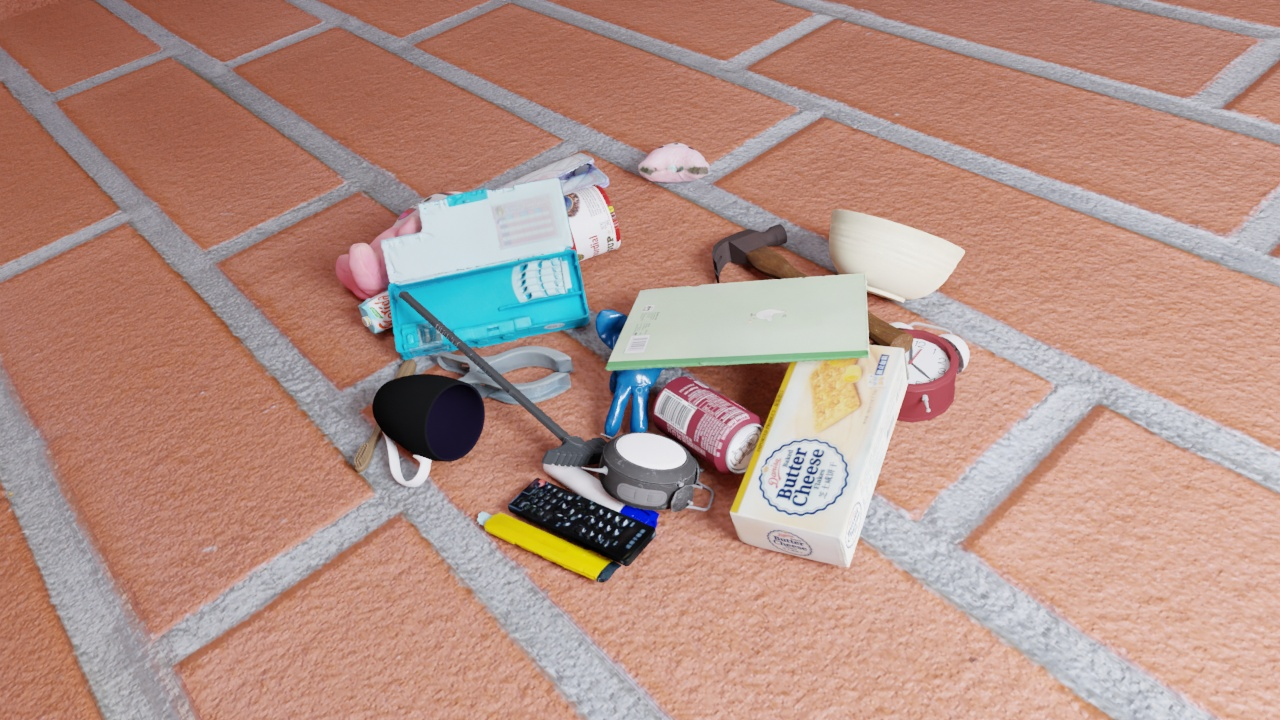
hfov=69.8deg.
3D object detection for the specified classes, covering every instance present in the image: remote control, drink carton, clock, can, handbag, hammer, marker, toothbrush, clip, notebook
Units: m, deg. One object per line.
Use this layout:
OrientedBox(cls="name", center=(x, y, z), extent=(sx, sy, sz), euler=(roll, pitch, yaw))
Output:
OrientedBox(cls="remote control", center=(-0.056, 0.152, 0.856), extent=(0.150, 0.022, 0.047), euler=(17, 45, 36))
OrientedBox(cls="drink carton", center=(-0.284, -0.076, 1.133), extent=(0.128, 0.044, 0.039), euler=(-29, 18, -20))
OrientedBox(cls="clock", center=(0.280, 0.006, 0.942), extent=(0.096, 0.048, 0.137), euler=(16, 49, 25))
OrientedBox(cls="can", center=(-0.095, -0.165, 1.164), extent=(0.116, 0.087, 0.086), euler=(-21, 44, -12))
OrientedBox(cls="handbag", center=(-0.129, -0.223, 1.251), extent=(0.158, 0.069, 0.126), euler=(-25, 43, -12))
OrientedBox(cls="clock", center=(0.012, 0.102, 0.868), extent=(0.123, 0.044, 0.091), euler=(14, 23, 7))
OrientedBox(cls="hammer", center=(-0.164, 0.011, 0.968), extent=(0.325, 0.015, 0.094), euler=(38, 21, 30))
OrientedBox(cls="marker", center=(-0.040, 0.127, 0.884), extent=(0.133, 0.023, 0.027), euler=(29, 98, 34))
OrientedBox(cls="toothbrush", center=(-0.281, 0.056, 1.011), extent=(0.016, 0.016, 0.166), euler=(2, 43, 11))
OrientedBox(cls="hammer", center=(0.186, -0.082, 1.028), extent=(0.115, 0.033, 0.323), euler=(-23, 34, -16))
OrientedBox(cls="can", center=(0.066, 0.063, 0.896), extent=(0.063, 0.063, 0.114), euler=(-32, 38, -23))
OrientedBox(cls="clip", center=(-0.158, 0.028, 1.011), extent=(0.163, 0.028, 0.107), euler=(-1, 41, 10))
OrientedBox(cls="notebook", center=(0.103, -0.041, 0.939), extent=(0.253, 0.010, 0.181), euler=(-3, 28, 15))

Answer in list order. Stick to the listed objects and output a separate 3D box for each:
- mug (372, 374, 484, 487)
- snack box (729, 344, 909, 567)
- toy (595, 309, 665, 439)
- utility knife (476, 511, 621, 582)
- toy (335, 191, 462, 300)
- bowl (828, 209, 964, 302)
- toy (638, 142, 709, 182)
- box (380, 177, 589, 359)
OrientedBox(cls="mug", center=(-0.232, 0.070, 0.951), extent=(0.100, 0.085, 0.118), euler=(11, 75, 34))
OrientedBox(cls="snack box", center=(0.167, 0.078, 0.843), extent=(0.104, 0.057, 0.207), euler=(8, 55, 30))
OrientedBox(cls="toy", center=(-0.006, 0.006, 0.982), extent=(0.113, 0.071, 0.175), euler=(12, 45, 6))
OrientedBox(cls="utility knife", center=(-0.090, 0.170, 0.854), extent=(0.163, 0.017, 0.030), euler=(19, 32, 28))
OrientedBox(cls="toy", center=(-0.283, -0.154, 1.180), extent=(0.212, 0.084, 0.142), euler=(-38, 14, -23))
OrientedBox(cls="bowl", center=(0.275, -0.110, 1.027), extent=(0.151, 0.075, 0.150), euler=(18, 7, -2))
OrientedBox(cls="toy", center=(0.049, -0.281, 1.293), extent=(0.099, 0.053, 0.095), euler=(0, 31, 6))
OrientedBox(cls="box", center=(-0.187, -0.108, 1.090), extent=(0.227, 0.056, 0.185), euler=(-11, 81, -4))
